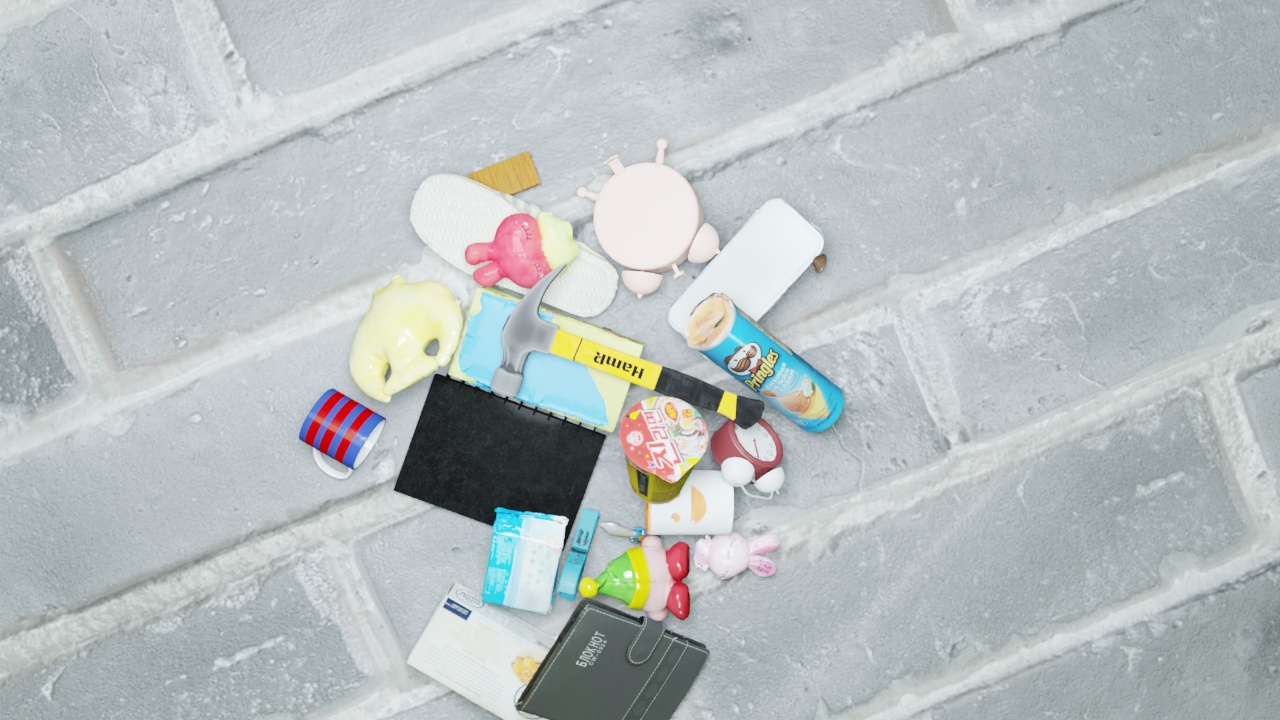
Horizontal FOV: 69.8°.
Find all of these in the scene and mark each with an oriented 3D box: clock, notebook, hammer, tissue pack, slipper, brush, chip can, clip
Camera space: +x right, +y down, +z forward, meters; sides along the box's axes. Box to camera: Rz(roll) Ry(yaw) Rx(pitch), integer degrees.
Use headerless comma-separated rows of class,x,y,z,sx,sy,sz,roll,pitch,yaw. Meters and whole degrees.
clock,0.135,0.116,1.136,0.087,0.124,0.044,15,135,-28
notebook,-0.027,0.395,1.147,0.209,0.029,0.169,30,95,-31
hammer,-0.006,0.006,1.092,0.324,0.034,0.170,20,92,-2
tissue pack,-0.144,0.249,1.151,0.093,0.061,0.145,12,113,0
slipper,-0.154,-0.141,1.143,0.272,0.054,0.114,28,97,-11
brush,-0.191,-0.220,1.157,0.126,0.017,0.048,-21,93,0
chip can,0.151,0.006,1.106,0.229,0.080,0.080,35,92,-34
notebook,-0.179,0.127,1.177,0.231,0.019,0.169,20,94,-2
clock,0.009,-0.173,1.122,0.131,0.086,0.160,-29,91,11
clip,-0.083,0.257,1.152,0.033,0.118,0.120,17,105,6

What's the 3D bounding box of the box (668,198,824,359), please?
box,0.130,-0.097,1.126,0.118,0.063,0.214,43,110,-1

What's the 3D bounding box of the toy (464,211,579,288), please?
toy,-0.142,-0.130,1.098,0.135,0.045,0.092,-14,105,-7

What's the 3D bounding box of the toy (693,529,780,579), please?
toy,0.124,0.248,1.173,0.110,0.047,0.063,0,102,-4

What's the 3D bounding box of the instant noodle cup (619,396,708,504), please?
instant noodle cup,0.023,0.112,1.073,0.100,0.113,0.100,1,57,-2

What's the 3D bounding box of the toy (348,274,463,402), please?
toy,-0.290,-0.035,1.124,0.171,0.064,0.154,-31,61,17

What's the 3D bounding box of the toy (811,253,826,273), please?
toy,0.177,-0.134,1.154,0.102,0.041,0.055,31,125,-10

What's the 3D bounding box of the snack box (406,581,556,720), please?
snack box,-0.179,0.384,1.170,0.208,0.057,0.104,31,93,-2

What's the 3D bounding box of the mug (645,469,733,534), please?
mug,0.060,0.177,1.150,0.105,0.082,0.082,1,93,-1

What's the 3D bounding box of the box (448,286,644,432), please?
box,-0.116,-0.003,1.144,0.221,0.079,0.124,18,93,0

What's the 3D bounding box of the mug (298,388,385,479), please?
mug,-0.379,0.099,1.152,0.076,0.074,0.112,30,119,-2

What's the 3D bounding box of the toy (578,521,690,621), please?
toy,-0.004,0.267,1.151,0.131,0.096,0.124,0,89,10
